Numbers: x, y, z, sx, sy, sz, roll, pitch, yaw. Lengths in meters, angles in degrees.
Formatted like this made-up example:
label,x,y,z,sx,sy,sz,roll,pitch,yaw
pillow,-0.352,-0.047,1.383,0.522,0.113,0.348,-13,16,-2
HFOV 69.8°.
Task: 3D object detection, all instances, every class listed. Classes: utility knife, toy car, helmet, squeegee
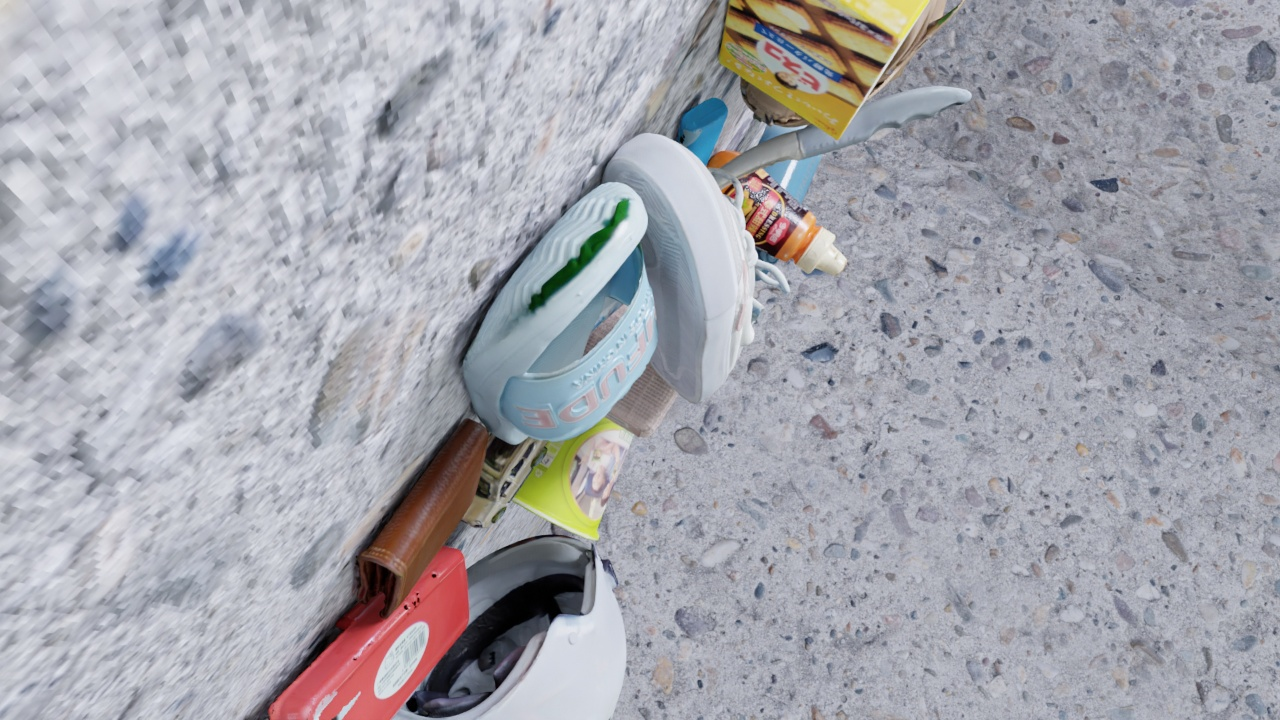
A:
label,x,y,z,sx,sy,sz,roll,pitch,yaw
utility knife,0.034,-0.136,0.647,0.034,0.018,0.192,-39,176,-8
toy car,-0.103,0.077,0.650,0.090,0.042,0.035,-56,167,0
helmet,-0.105,0.268,0.786,0.229,0.146,0.258,-25,-170,2
squeegee,0.109,-0.145,0.654,0.247,0.039,0.246,-24,177,16

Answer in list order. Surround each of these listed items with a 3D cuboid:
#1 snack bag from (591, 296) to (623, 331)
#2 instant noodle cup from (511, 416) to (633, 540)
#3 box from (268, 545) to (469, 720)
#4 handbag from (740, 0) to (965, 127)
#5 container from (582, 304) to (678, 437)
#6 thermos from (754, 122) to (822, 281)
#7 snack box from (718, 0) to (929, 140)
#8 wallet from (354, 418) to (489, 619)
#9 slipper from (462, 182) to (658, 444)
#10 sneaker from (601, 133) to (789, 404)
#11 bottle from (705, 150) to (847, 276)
label,x,y,z,sx,sy,sz,roll,pitch,yaw
snack bag,-0.020,-0.046,0.608,0.104,0.026,0.048,-43,170,-1
instant noodle cup,-0.059,0.079,0.813,0.123,0.111,0.112,-62,177,-7
box,-0.203,0.213,0.624,0.201,0.099,0.116,-47,138,-65
handbag,0.149,-0.231,0.615,0.148,0.100,0.203,-56,173,34
container,0.000,-0.008,0.694,0.111,0.090,0.090,-59,178,-8
thermos,0.136,-0.181,0.884,0.070,0.070,0.220,111,4,-77
snack box,0.088,-0.171,0.476,0.033,0.087,0.140,-55,177,-1
wallet,-0.132,0.099,0.563,0.101,0.032,0.125,-56,178,-32
slipper,-0.039,-0.001,0.491,0.103,0.074,0.246,-52,177,-22
sneaker,0.043,-0.058,0.542,0.090,0.089,0.242,-42,158,-12
bottle,0.117,-0.123,0.808,0.066,0.149,0.067,-54,176,-5
